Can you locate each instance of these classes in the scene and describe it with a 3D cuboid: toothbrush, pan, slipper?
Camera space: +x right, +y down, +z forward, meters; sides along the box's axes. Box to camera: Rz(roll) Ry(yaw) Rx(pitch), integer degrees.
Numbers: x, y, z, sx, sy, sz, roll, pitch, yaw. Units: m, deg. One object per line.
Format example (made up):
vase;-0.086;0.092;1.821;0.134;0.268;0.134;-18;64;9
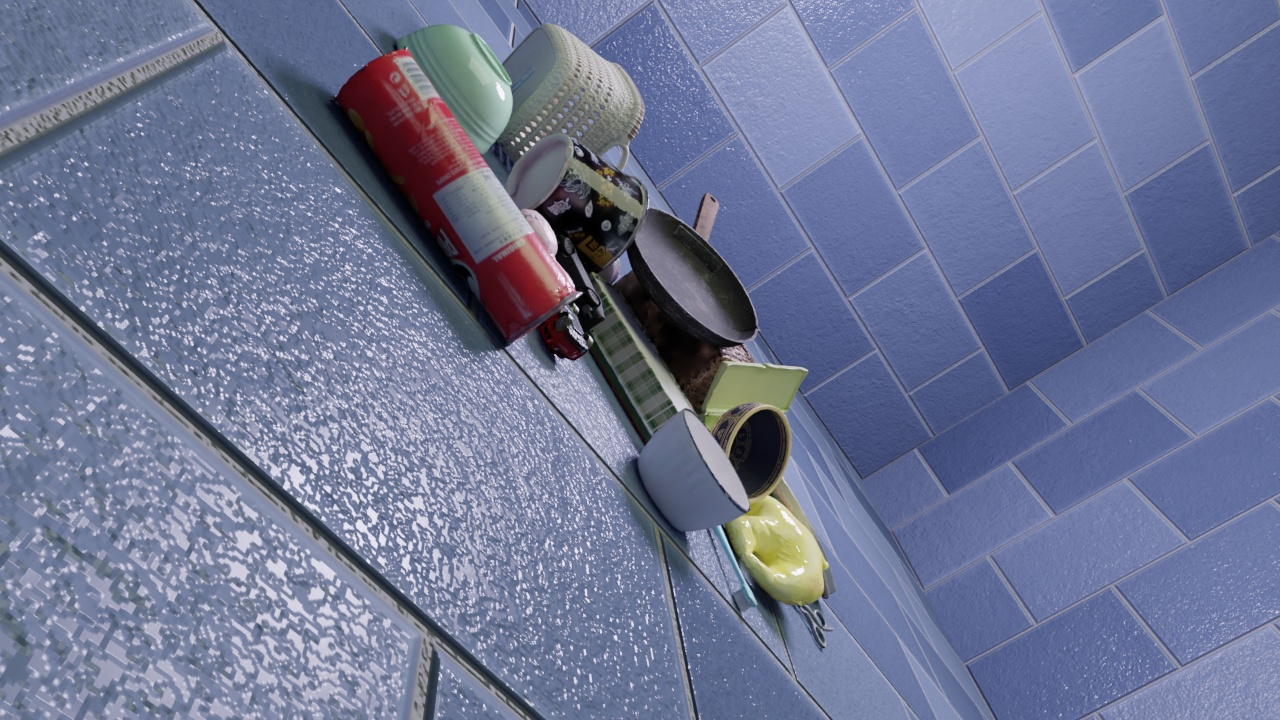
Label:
toothbrush;0.082;0.184;0.946;0.016;0.016;0.180;46;13;-37
pan;0.067;-0.132;1.137;0.207;0.040;0.356;41;27;-14
slipper;0.200;0.235;1.206;0.274;0.054;0.114;62;1;-43

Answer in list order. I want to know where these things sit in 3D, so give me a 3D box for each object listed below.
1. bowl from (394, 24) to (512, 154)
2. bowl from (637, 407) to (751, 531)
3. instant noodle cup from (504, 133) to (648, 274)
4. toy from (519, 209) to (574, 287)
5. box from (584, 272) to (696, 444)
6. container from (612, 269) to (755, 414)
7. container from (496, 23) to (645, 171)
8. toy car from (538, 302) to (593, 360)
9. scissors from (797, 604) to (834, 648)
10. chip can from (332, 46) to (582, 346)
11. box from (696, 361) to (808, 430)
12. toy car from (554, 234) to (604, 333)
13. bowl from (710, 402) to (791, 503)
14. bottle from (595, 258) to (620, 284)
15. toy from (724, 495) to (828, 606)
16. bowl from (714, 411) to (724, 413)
bowl;-0.193;-0.311;1.016;0.151;0.077;0.150;53;10;-14
bowl;0.046;0.109;0.866;0.116;0.066;0.116;54;11;-16
instant noodle cup;-0.079;-0.176;1.012;0.112;0.137;0.137;34;23;-39
toy;-0.104;-0.111;0.903;0.063;0.047;0.110;14;46;-62
box;-0.006;0.006;0.995;0.205;0.050;0.117;59;8;11
container;0.048;-0.031;1.158;0.198;0.114;0.112;60;16;26
container;-0.106;-0.326;1.196;0.143;0.185;0.246;36;19;-33
toy car;-0.073;-0.036;0.844;0.042;0.036;0.091;47;15;-39
scissors;0.193;0.290;1.125;0.170;0.014;0.094;58;19;-3
chip can;-0.141;-0.126;0.714;0.233;0.073;0.073;55;11;-5
box;0.135;0.067;1.137;0.044;0.141;0.187;21;12;39
toy car;-0.073;-0.078;0.943;0.034;0.046;0.112;33;27;-61
bowl;0.112;0.100;1.044;0.061;0.112;0.112;15;-25;46
bottle;-0.051;-0.116;1.136;0.051;0.051;0.146;56;11;-2
toy;0.153;0.212;1.045;0.154;0.065;0.170;24;25;-34
bowl;0.124;0.096;1.237;0.153;0.073;0.153;52;13;-17
